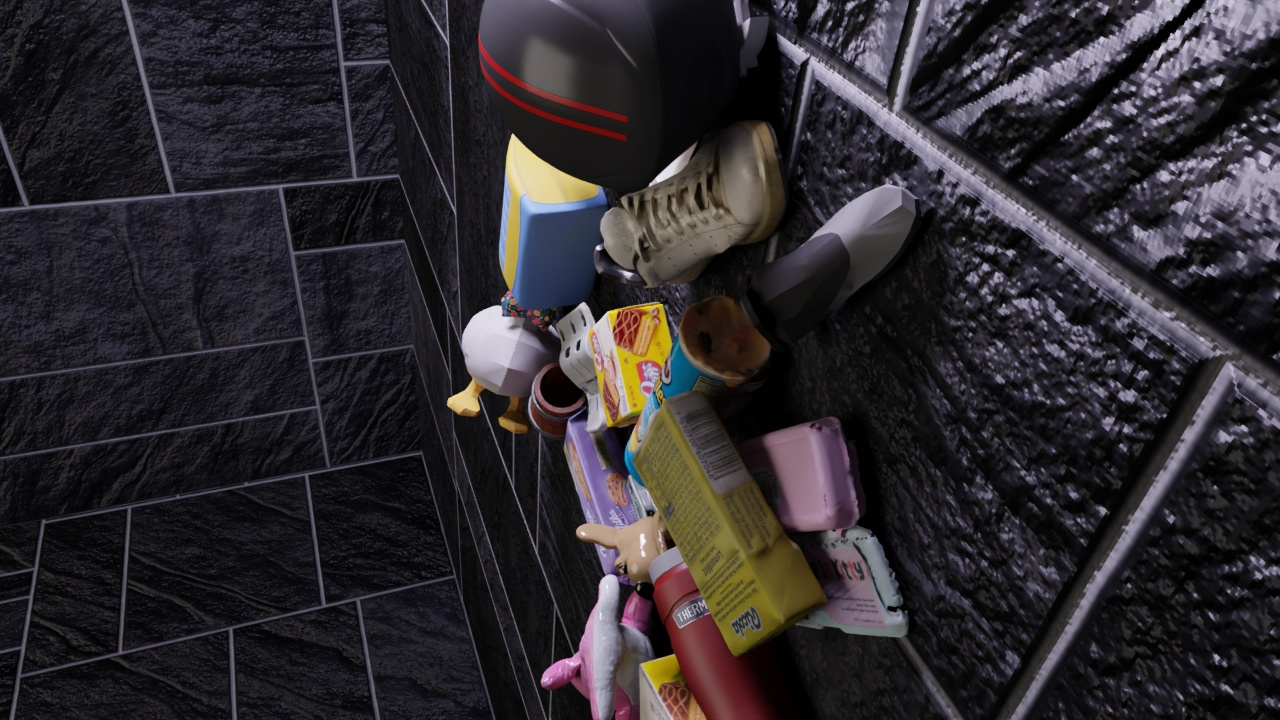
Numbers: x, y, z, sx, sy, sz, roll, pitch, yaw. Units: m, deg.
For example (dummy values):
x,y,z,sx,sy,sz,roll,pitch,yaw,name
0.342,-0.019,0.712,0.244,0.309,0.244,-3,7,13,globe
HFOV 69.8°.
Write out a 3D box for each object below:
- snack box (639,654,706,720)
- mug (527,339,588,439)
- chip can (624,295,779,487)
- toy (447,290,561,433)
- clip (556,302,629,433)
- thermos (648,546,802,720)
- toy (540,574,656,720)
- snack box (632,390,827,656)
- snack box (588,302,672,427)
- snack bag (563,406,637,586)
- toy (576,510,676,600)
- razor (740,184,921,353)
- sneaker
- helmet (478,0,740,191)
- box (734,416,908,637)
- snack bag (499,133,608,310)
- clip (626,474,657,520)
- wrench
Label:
x,y,z,sx,sy,sz,roll,pitch,yaw,name
0.069,0.403,0.895,0.230,0.061,0.110,-136,40,-59,snack box
-0.094,0.033,1.161,0.111,0.081,0.117,109,-177,-71,mug
0.045,0.037,0.768,0.230,0.079,0.079,113,143,-58,chip can
-0.165,-0.040,1.256,0.246,0.141,0.268,-106,36,-75,toy
-0.041,0.009,1.054,0.151,0.091,0.126,65,162,1,clip
0.080,0.258,0.783,0.108,0.084,0.198,46,-162,-60,thermos
-0.047,0.344,1.032,0.266,0.128,0.186,77,-167,-62,toy
0.059,0.119,0.681,0.180,0.045,0.121,61,157,21,snack box
-0.005,0.005,0.917,0.084,0.061,0.105,142,118,-68,snack box
-0.036,0.162,1.087,0.097,0.058,0.205,110,143,-62,snack bag
0.019,0.177,0.899,0.108,0.134,0.105,-49,23,32,toy
0.116,-0.058,0.565,0.157,0.060,0.057,-37,74,47,razor
0.025,-0.114,0.713,0.242,0.102,0.089,146,114,-68,sneaker
-0.030,-0.224,0.662,0.264,0.169,0.164,-118,25,-44,helmet
0.111,0.126,0.674,0.202,0.044,0.154,143,115,-69,box
-0.122,-0.186,1.088,0.159,0.102,0.205,105,148,-47,snack bag
0.004,0.160,1.024,0.035,0.023,0.074,100,155,-47,clip
0.046,-0.203,0.744,0.274,0.018,0.066,121,136,-63,wrench
